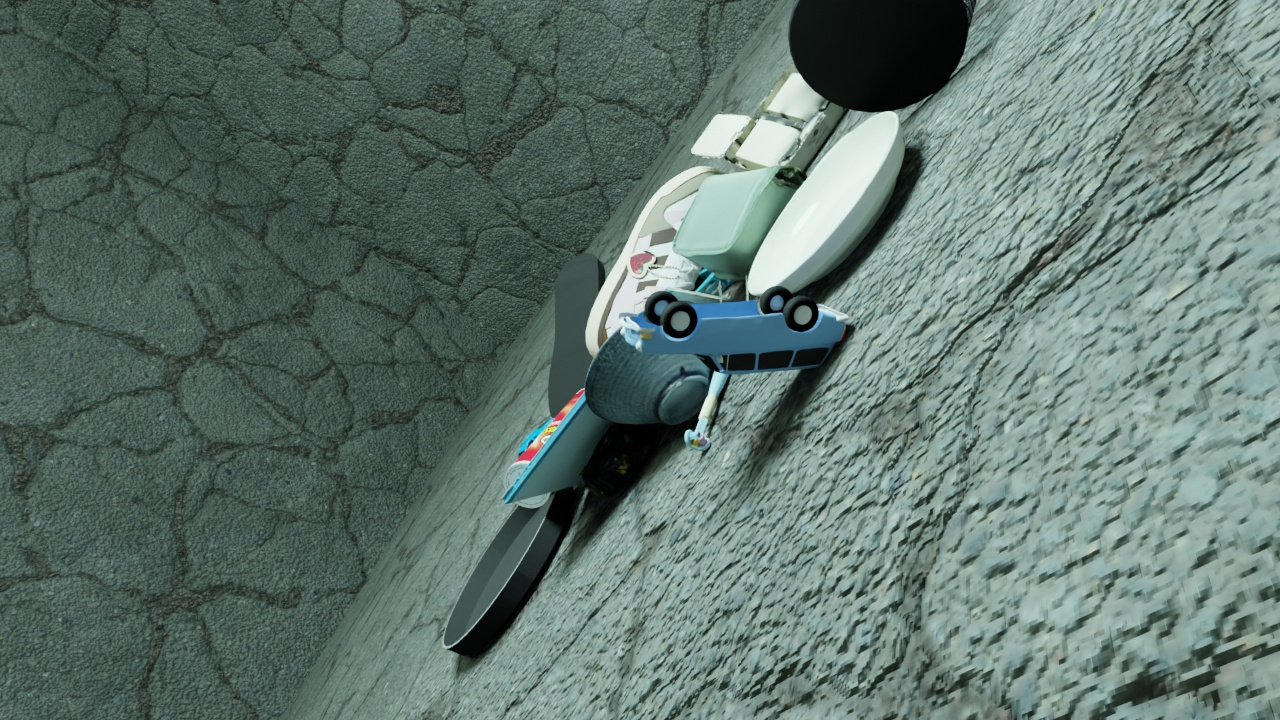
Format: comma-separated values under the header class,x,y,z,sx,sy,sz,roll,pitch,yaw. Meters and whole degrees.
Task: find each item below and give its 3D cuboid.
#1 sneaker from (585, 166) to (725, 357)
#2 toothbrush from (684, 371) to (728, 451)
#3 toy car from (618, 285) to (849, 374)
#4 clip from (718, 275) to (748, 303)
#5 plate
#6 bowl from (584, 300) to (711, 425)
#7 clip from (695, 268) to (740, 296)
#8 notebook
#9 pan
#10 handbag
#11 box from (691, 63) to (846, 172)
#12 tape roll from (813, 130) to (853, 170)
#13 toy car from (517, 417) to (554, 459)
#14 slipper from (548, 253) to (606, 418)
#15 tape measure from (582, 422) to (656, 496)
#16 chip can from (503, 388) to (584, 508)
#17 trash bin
class,x,y,z,sx,sy,sz,roll,pitch,yaw
sneaker,0.045,-0.118,1.128,0.293,0.111,0.116,-56,32,-13
toothbrush,0.065,0.020,0.777,0.154,0.022,0.016,-64,-3,-48
toy car,0.061,-0.018,0.620,0.056,0.153,0.055,-135,43,-71
clip,0.072,-0.030,0.778,0.102,0.052,0.059,65,-141,-72
plate,0.158,-0.120,0.755,0.182,0.034,0.182,-52,11,14
bowl,0.024,0.019,0.802,0.137,0.137,0.057,-52,52,15
clip,0.092,-0.090,0.991,0.131,0.030,0.119,-47,18,36
notebook,-0.016,0.035,0.888,0.254,0.009,0.180,-52,-19,16
pan,-0.134,0.192,1.082,0.226,0.034,0.355,-49,12,31
handbag,0.101,-0.135,0.898,0.122,0.067,0.106,9,74,62
box,0.148,-0.283,1.084,0.184,0.044,0.143,34,87,44
tape roll,0.185,-0.182,0.887,0.093,0.013,0.093,-52,11,15
toy car,-0.134,0.114,1.139,0.048,0.032,0.105,-32,25,59
slipper,-0.063,-0.020,1.266,0.109,0.083,0.265,-23,54,33
tape measure,-0.018,0.087,0.878,0.072,0.042,0.072,-48,9,48
chip can,-0.087,0.092,1.034,0.052,0.052,0.214,-50,1,26
trash bin,0.220,-0.342,0.818,0.185,0.184,0.209,-43,22,49
